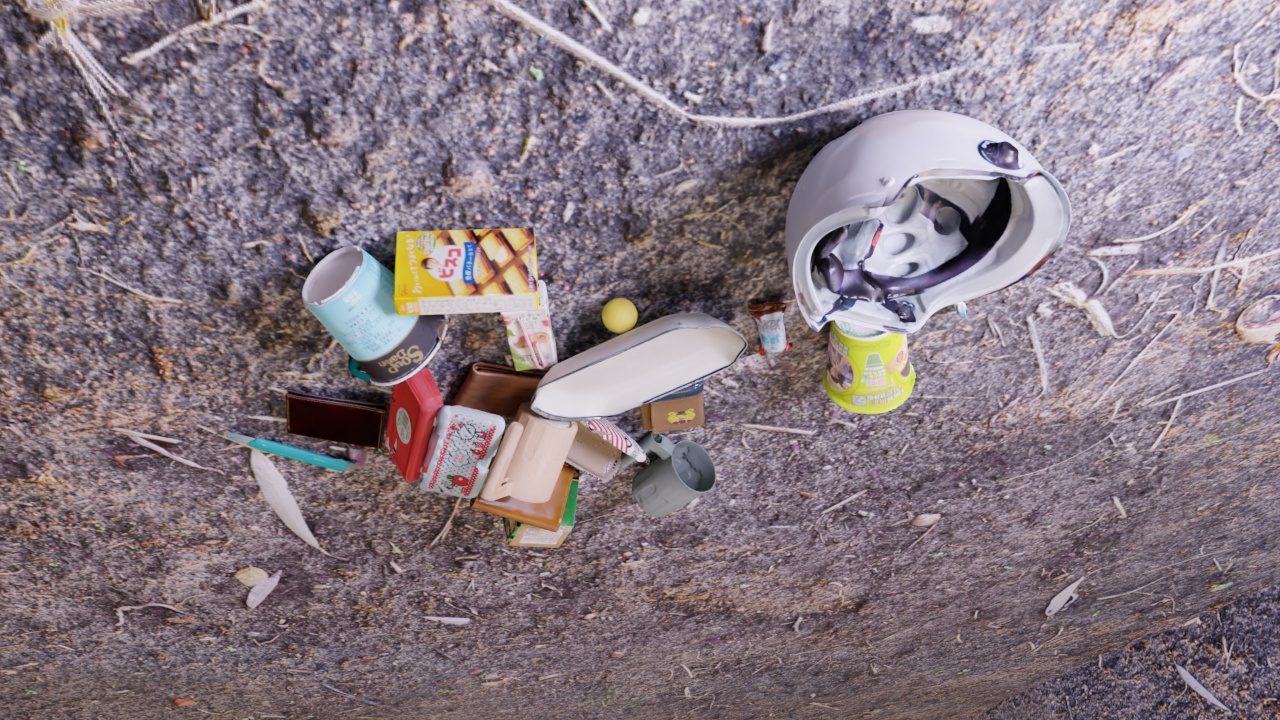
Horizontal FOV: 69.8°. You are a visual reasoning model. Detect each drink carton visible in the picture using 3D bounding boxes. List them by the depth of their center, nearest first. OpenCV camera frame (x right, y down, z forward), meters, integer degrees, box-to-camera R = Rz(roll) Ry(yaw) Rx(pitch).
[{"bbox_3d":[-0.126,-0.036,1.039,0.053,0.045,0.123,-7,147,-3],"label":"drink carton"}]

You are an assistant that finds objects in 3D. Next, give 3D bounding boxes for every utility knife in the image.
[{"bbox_3d":[-0.470,0.123,1.238,0.185,0.013,0.029,24,132,-39],"label":"utility knife"}]

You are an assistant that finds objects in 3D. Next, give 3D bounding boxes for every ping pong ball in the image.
[{"bbox_3d":[-0.024,-0.051,1.039,0.040,0.040,0.040,-5,146,-3],"label":"ping pong ball"}]

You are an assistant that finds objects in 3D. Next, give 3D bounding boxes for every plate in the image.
[{"bbox_3d":[-0.006,0.006,1.077,0.266,0.034,0.162,-24,154,23],"label":"plate"}]

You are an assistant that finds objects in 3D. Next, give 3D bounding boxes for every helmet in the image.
[{"bbox_3d":[0.251,-0.143,0.861,0.258,0.145,0.230,-9,148,-12],"label":"helmet"}]

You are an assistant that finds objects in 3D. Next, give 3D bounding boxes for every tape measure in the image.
[{"bbox_3d":[-0.316,0.005,1.082,0.054,0.025,0.058,16,139,-32],"label":"tape measure"}]

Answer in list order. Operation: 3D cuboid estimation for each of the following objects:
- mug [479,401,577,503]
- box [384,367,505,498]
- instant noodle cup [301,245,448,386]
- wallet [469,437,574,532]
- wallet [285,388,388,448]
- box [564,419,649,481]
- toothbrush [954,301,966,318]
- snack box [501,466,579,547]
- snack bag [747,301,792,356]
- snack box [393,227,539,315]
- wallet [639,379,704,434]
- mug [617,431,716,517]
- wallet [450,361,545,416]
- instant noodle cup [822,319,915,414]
[{"bbox_3d":[-0.143,0.116,1.145,0.124,0.084,0.104,-7,123,-63],"label":"mug"},{"bbox_3d":[-0.255,0.098,1.145,0.158,0.069,0.202,34,140,5],"label":"box"},{"bbox_3d":[-0.277,-0.053,0.944,0.111,0.111,0.120,-20,135,18],"label":"instant noodle cup"},{"bbox_3d":[-0.159,0.163,1.271,0.130,0.118,0.035,22,157,-23],"label":"wallet"},{"bbox_3d":[-0.387,0.075,1.167,0.122,0.020,0.097,11,141,-12],"label":"wallet"},{"bbox_3d":[-0.062,0.120,1.253,0.086,0.075,0.162,-50,138,5],"label":"box"},{"bbox_3d":[0.330,-0.104,1.039,0.027,0.026,0.221,-17,146,31],"label":"toothbrush"},{"bbox_3d":[-0.146,0.213,1.349,0.117,0.105,0.118,6,145,-20],"label":"snack box"},{"bbox_3d":[0.158,-0.037,1.106,0.045,0.026,0.105,-5,146,12],"label":"snack bag"},{"bbox_3d":[-0.173,-0.089,0.914,0.140,0.086,0.034,-3,147,-5],"label":"snack box"},{"bbox_3d":[0.041,0.058,1.223,0.090,0.033,0.115,-8,150,0],"label":"wallet"},{"bbox_3d":[0.033,0.164,1.346,0.124,0.083,0.104,39,132,-13],"label":"mug"},{"bbox_3d":[-0.173,0.041,1.169,0.115,0.020,0.101,8,145,-25],"label":"wallet"},{"bbox_3d":[0.272,-0.016,1.095,0.112,0.111,0.123,-11,139,6],"label":"instant noodle cup"}]
